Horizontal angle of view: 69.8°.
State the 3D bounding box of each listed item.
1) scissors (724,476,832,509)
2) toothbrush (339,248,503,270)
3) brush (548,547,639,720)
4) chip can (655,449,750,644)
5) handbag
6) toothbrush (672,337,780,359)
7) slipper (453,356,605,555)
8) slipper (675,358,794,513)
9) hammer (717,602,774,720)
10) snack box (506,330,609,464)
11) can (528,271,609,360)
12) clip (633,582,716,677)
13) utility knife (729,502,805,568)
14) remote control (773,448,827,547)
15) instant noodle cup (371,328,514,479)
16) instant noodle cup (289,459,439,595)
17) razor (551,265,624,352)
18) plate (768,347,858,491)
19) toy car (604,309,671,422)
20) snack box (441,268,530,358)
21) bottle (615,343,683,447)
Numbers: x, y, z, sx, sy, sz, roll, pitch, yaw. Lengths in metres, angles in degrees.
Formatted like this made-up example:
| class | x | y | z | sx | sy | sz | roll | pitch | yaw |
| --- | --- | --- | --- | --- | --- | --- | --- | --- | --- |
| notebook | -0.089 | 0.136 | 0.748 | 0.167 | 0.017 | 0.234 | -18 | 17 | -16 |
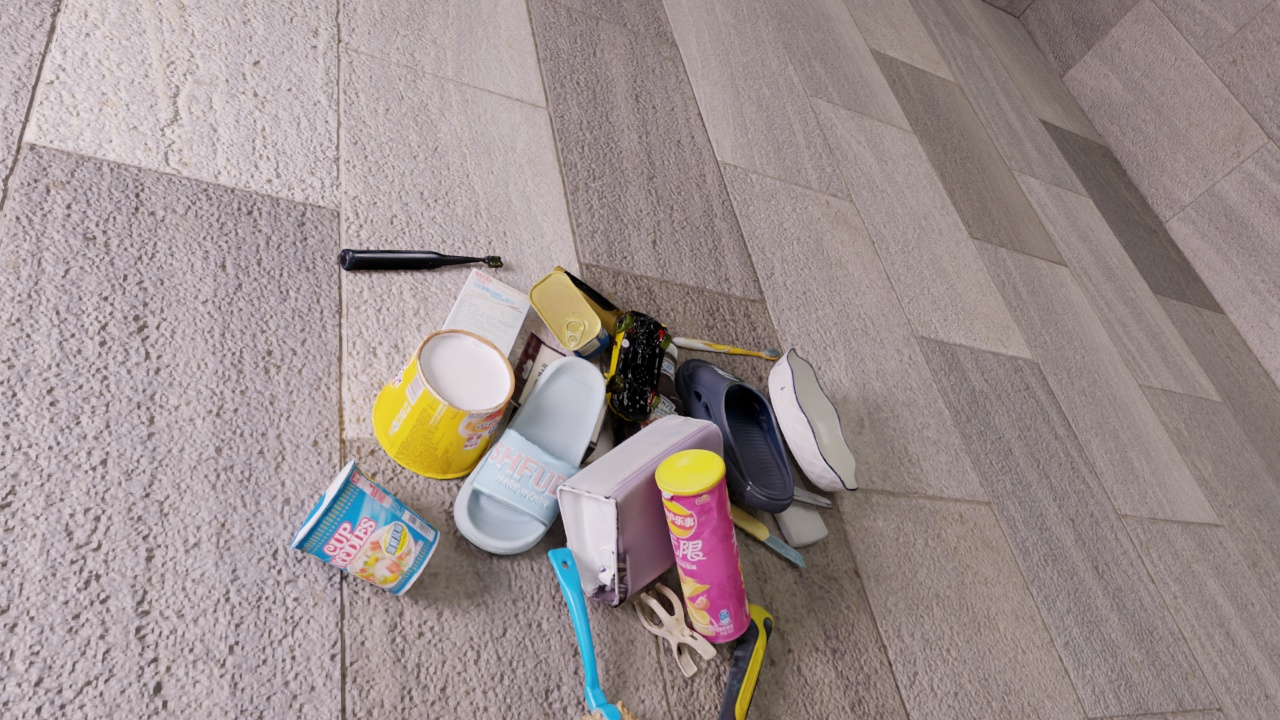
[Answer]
| class | x | y | z | sx | sy | sz | roll | pitch | yaw |
| --- | --- | --- | --- | --- | --- | --- | --- | --- | --- |
| scissors | 0.142 | 0.162 | 1.163 | 0.235 | 0.022 | 0.141 | 31 | 33 | 6 |
| toothbrush | -0.265 | -0.124 | 1.142 | 0.212 | 0.026 | 0.027 | -4 | 44 | -38 |
| brush | -0.045 | 0.305 | 0.906 | 0.083 | 0.046 | 0.254 | -2 | 62 | -34 |
| chip can | 0.070 | 0.200 | 0.972 | 0.071 | 0.211 | 0.071 | -10 | 28 | 5 |
| handbag | 0.007 | 0.162 | 1.015 | 0.196 | 0.099 | 0.145 | -28 | 115 | -45 |
| toothbrush | 0.128 | -0.019 | 1.335 | 0.191 | 0.018 | 0.016 | 8 | 49 | -30 |
| slipper | -0.104 | 0.098 | 0.988 | 0.104 | 0.074 | 0.244 | 35 | 63 | -15 |
| slipper | 0.135 | 0.075 | 1.185 | 0.110 | 0.083 | 0.267 | 10 | 36 | -30 |
| hammer | 0.089 | 0.382 | 0.937 | 0.126 | 0.032 | 0.322 | 53 | 35 | -15 |
| snack box | -0.100 | 0.044 | 1.093 | 0.125 | 0.053 | 0.113 | 28 | 43 | -12 |
| can | -0.088 | -0.053 | 1.156 | 0.102 | 0.057 | 0.083 | 53 | -1 | 13 |
| clip | 0.036 | 0.290 | 0.990 | 0.100 | 0.072 | 0.034 | 47 | 41 | 18 |
| utility knife | 0.122 | 0.196 | 1.146 | 0.210 | 0.022 | 0.030 | 30 | 43 | 0 |
| remote control | 0.190 | 0.174 | 1.209 | 0.058 | 0.021 | 0.150 | -8 | 59 | -30 |
| instant noodle cup | -0.204 | 0.040 | 0.981 | 0.138 | 0.110 | 0.137 | 20 | 44 | -21 |
| instant noodle cup | -0.252 | 0.162 | 0.861 | 0.110 | 0.099 | 0.099 | 36 | 42 | -15 |
| razor | -0.054 | -0.067 | 1.219 | 0.167 | 0.068 | 0.062 | 40 | 33 | 10 |
| plate | 0.231 | 0.086 | 1.240 | 0.205 | 0.046 | 0.204 | 50 | 25 | -34 |
| toy car | -0.007 | 0.007 | 1.134 | 0.071 | 0.041 | 0.155 | 23 | 57 | -23 |
| snack box | -0.194 | -0.039 | 1.118 | 0.084 | 0.027 | 0.156 | 28 | 43 | -12 |
| bottle | 0.018 | 0.052 | 1.179 | 0.080 | 0.044 | 0.194 | 28 | 42 | -14 |
